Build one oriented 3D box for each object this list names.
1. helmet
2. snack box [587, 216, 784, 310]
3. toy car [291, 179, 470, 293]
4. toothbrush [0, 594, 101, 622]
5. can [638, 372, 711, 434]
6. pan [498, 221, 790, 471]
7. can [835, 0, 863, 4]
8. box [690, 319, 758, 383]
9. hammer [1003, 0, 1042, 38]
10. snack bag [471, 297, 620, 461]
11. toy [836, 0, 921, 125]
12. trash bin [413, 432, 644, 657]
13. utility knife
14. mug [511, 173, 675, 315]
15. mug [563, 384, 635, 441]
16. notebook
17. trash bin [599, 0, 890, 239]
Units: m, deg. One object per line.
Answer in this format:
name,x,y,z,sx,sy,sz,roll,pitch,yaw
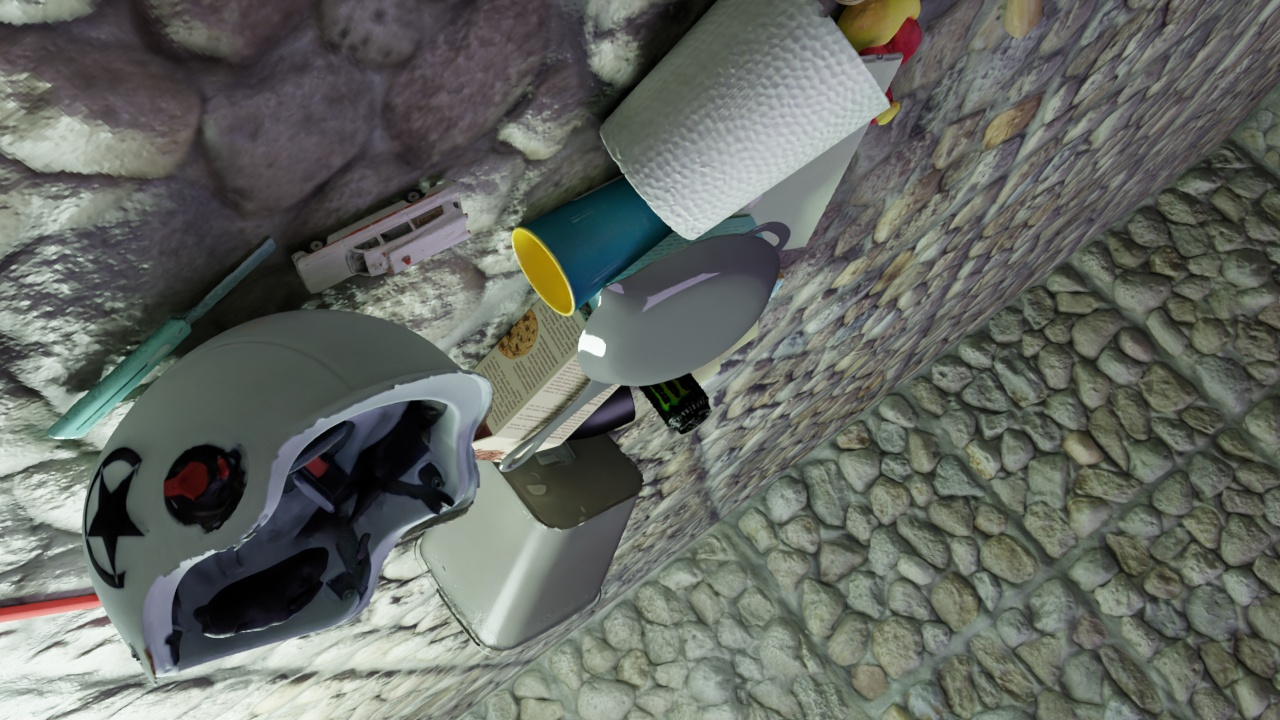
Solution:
helmet,-0.230,0.063,0.589,0.264,0.163,0.236,-49,163,14
snack box,0.037,-0.078,0.824,0.174,0.075,0.053,-11,154,-26
toy car,-0.161,-0.073,0.583,0.113,0.039,0.039,-31,161,-18
toothbrush,-0.466,0.196,0.700,0.012,0.018,0.212,-42,161,12
can,0.018,0.011,0.964,0.054,0.137,0.054,-32,161,-12
pan,-0.005,0.005,0.804,0.355,0.024,0.216,-40,152,24
can,0.146,-0.286,0.644,0.038,0.038,0.079,-40,162,8
box,0.090,-0.026,1.113,0.137,0.024,0.187,-38,162,-7
hammer,0.348,-0.367,0.819,0.117,0.051,0.322,-42,164,13
snack bag,-0.100,0.029,0.870,0.207,0.070,0.094,-44,150,20
toy,0.200,-0.261,0.784,0.105,0.067,0.138,-28,148,-20
trash bin,-0.123,0.184,1.063,0.196,0.197,0.221,-21,149,-42
utility knife,-0.283,-0.014,0.547,0.177,0.015,0.022,-42,161,3
mug,-0.030,-0.100,0.719,0.121,0.078,0.078,-36,163,-20
mug,-0.066,0.036,0.960,0.100,0.085,0.119,-20,156,-14
notebook,0.102,-0.165,0.808,0.181,0.010,0.253,-11,154,-15
trash bin,0.066,-0.174,0.634,0.161,0.133,0.133,-38,163,17
